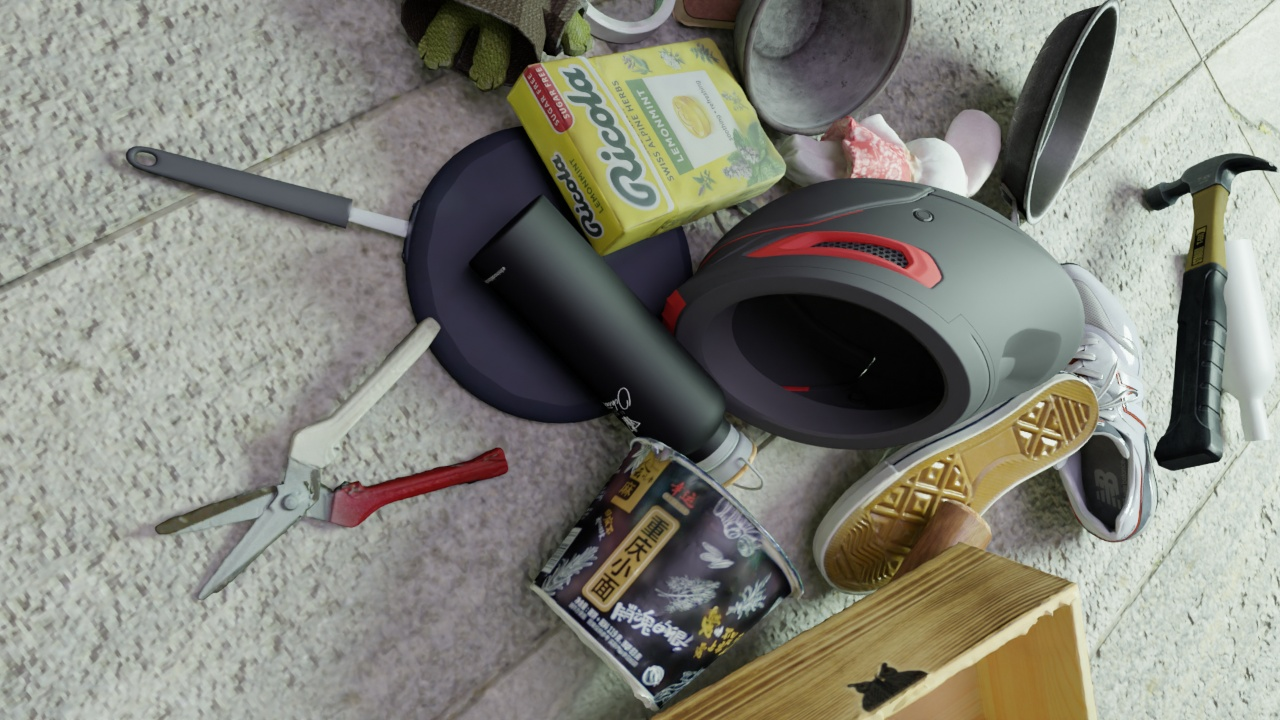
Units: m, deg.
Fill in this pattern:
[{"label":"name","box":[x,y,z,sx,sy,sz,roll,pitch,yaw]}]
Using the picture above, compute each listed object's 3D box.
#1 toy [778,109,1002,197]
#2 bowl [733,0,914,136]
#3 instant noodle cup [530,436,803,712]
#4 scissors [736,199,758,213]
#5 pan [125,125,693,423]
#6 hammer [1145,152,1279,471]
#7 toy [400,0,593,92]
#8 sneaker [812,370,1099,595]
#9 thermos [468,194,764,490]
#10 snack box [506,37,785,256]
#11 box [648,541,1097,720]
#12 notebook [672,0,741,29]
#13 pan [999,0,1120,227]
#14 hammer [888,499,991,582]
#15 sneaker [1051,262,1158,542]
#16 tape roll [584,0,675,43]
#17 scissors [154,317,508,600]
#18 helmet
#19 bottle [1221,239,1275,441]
[{"label":"toy","box":[0.200,-0.136,0.715,0.194,0.084,0.159,7,89,-23]},{"label":"bowl","box":[0.124,-0.249,0.687,0.144,0.067,0.145,-17,133,-19]},{"label":"instant noodle cup","box":[0.008,0.132,0.551,0.112,0.137,0.137,-44,101,-15]},{"label":"scissors","box":[0.027,-0.142,0.669,0.168,0.013,0.157,-38,99,-27]},{"label":"pan","box":[-0.123,-0.076,0.573,0.356,0.021,0.198,14,79,-22]},{"label":"hammer","box":[0.490,-0.055,0.798,0.025,0.118,0.332,33,60,-17]},{"label":"toy","box":[-0.090,-0.248,0.593,0.179,0.078,0.152,21,72,-5]},{"label":"sneaker","box":[0.222,0.080,0.688,0.241,0.088,0.118,-33,109,-6]},{"label":"thermos","box":[-0.004,0.003,0.572,0.231,0.061,0.061,47,64,-14]},{"label":"snack box","box":[0.015,-0.151,0.616,0.180,0.045,0.121,-25,85,-39]},{"label":"box","box":[0.179,0.299,0.466,0.278,0.264,0.269,-22,107,-26]},{"label":"notebook","box":[0.117,-0.345,0.745,0.225,0.024,0.167,-6,85,-28]},{"label":"pan","box":[0.324,-0.131,0.772,0.356,0.055,0.187,-64,151,-3]},{"label":"hammer","box":[0.132,0.214,0.604,0.158,0.037,0.300,42,80,-14]},{"label":"sneaker","box":[0.363,0.041,0.738,0.124,0.089,0.240,-20,93,-59]},{"label":"tape roll","box":[-0.019,-0.278,0.668,0.093,0.018,0.093,5,78,-25]},{"label":"scissors","box":[-0.165,0.056,0.532,0.194,0.015,0.179,15,86,-28]},{"label":"helmet","box":[0.161,-0.041,0.625,0.265,0.164,0.169,15,44,9]},{"label":"bottle","box":[0.591,-0.018,0.906,0.052,0.053,0.195,-3,82,-27]}]
